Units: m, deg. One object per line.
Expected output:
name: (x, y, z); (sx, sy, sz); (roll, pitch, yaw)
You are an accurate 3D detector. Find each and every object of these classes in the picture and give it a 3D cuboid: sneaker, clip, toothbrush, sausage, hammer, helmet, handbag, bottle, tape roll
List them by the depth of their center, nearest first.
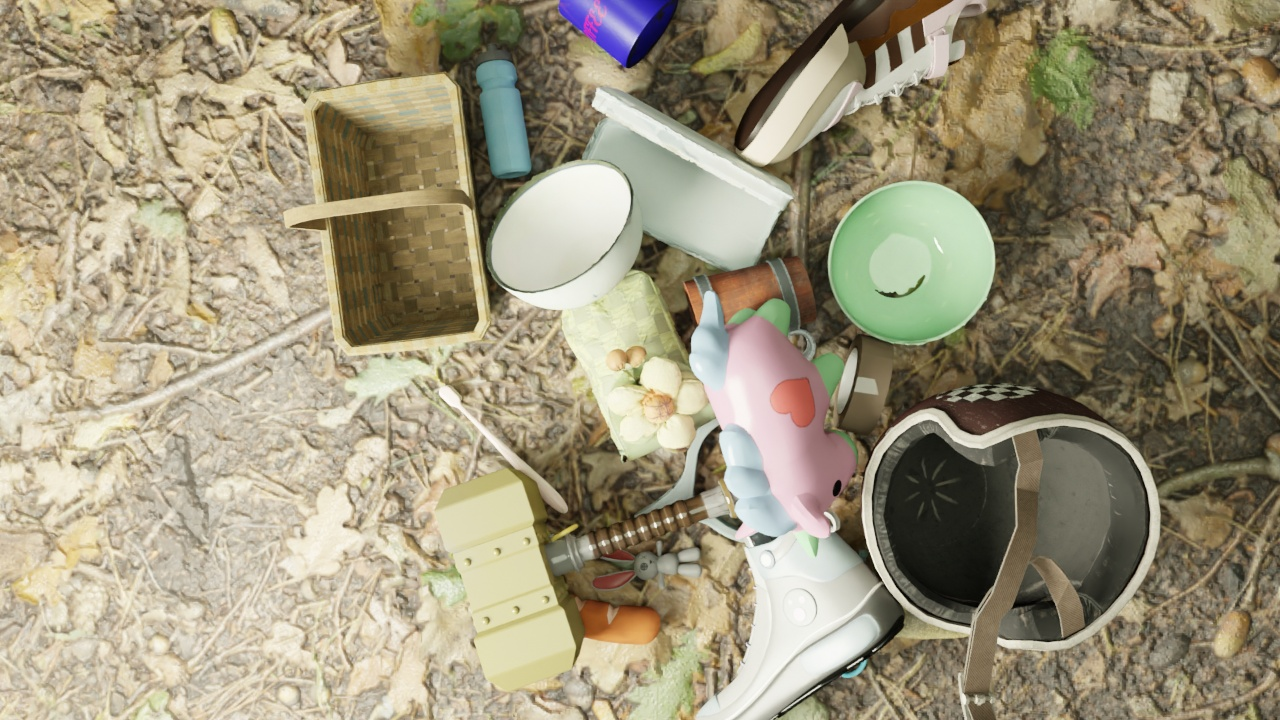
helmet: (0.310, 0.140, 0.791); (0.233, 0.254, 0.233); (-18, 97, -12)
sneaker: (0.214, -0.271, 0.855); (0.116, 0.112, 0.293); (43, 83, -12)
hammer: (-0.007, 0.163, 0.871); (0.325, 0.101, 0.190); (-19, 82, -1)
tape roll: (0.211, 0.023, 0.873); (0.030, 0.093, 0.094); (14, 94, 3)
handbag: (-0.005, 0.005, 0.875); (0.113, 0.117, 0.186); (-28, 91, 4)
sneaker: (0.118, 0.256, 0.889); (0.257, 0.092, 0.160); (-44, 68, 27)
bottle: (-0.137, -0.248, 0.909); (0.040, 0.040, 0.130); (-9, 92, 4)
clip: (0.095, 0.142, 0.921); (0.164, 0.031, 0.169); (39, 96, 3)
sausage: (-0.062, 0.257, 0.932); (0.164, 0.039, 0.044); (13, 91, 3)
toothbrush: (-0.139, 0.091, 0.941); (0.016, 0.018, 0.181); (-44, 92, 6)

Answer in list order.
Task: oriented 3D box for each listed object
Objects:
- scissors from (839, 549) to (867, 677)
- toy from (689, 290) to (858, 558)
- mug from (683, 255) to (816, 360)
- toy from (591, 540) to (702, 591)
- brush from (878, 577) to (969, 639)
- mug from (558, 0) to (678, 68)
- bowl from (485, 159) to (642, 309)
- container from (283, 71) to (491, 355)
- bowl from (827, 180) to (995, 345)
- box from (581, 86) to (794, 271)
scissors: (0.211, 0.257, 0.927); (0.055, 0.015, 0.136); (12, 96, 4)
toy: (0.108, 0.052, 0.799); (0.222, 0.120, 0.170); (44, 60, -18)
mug: (0.110, -0.038, 0.891); (0.111, 0.081, 0.117); (-16, 110, 1)
toy: (0.006, 0.207, 0.929); (0.112, 0.030, 0.049); (-4, 64, 2)
brush: (0.289, 0.243, 0.903); (0.195, 0.043, 0.059); (-1, 93, 1)
mug: (-0.012, -0.349, 0.883); (0.083, 0.079, 0.111); (40, 67, 1)
bowl: (-0.062, -0.108, 0.861); (0.154, 0.073, 0.153); (-15, 52, 20)
container: (-0.226, -0.133, 0.848); (0.157, 0.186, 0.250); (-7, 92, 4)
bowl: (0.250, -0.091, 0.872); (0.151, 0.077, 0.151); (0, 93, 4)
box: (0.040, -0.173, 0.869); (0.211, 0.105, 0.130); (24, 98, 3)
